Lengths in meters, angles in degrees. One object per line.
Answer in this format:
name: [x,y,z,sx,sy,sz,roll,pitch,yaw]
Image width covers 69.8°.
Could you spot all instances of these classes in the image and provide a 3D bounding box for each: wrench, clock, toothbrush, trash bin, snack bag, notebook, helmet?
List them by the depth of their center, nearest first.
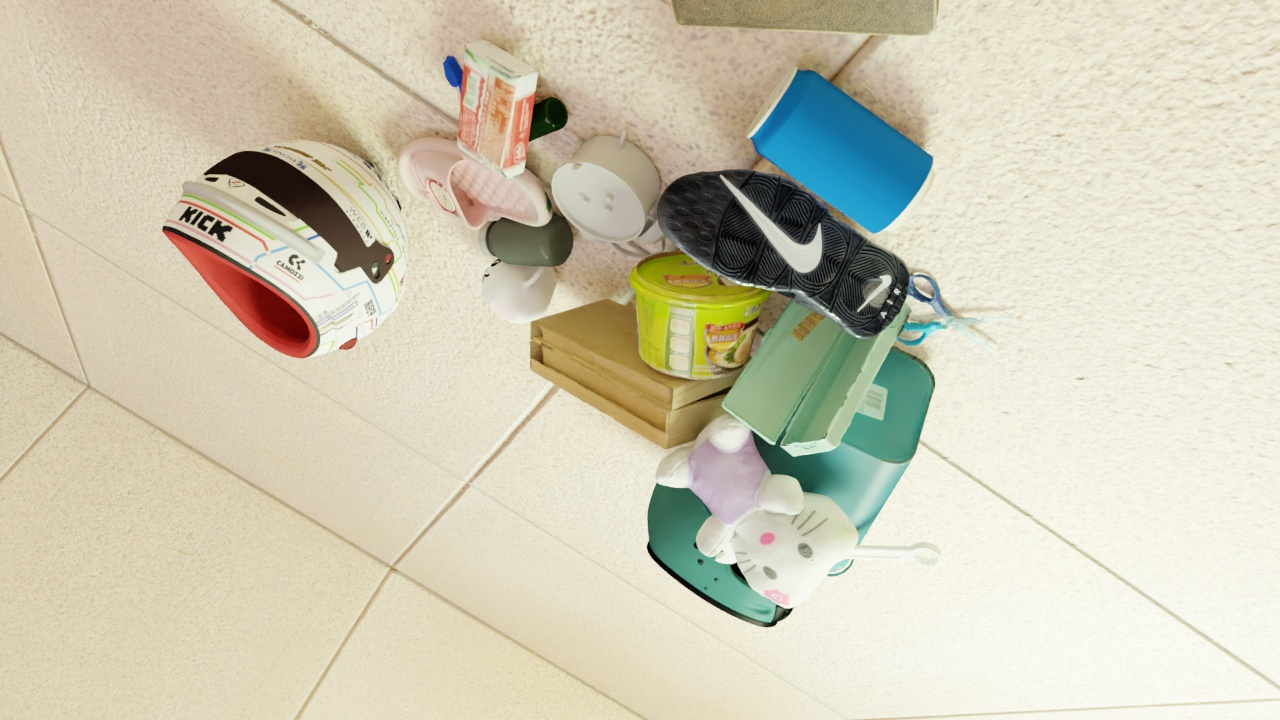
notebook: [0.107,-0.321,0.640,0.216,0.034,0.190,14,145,24]
snack bag: [-0.143,-0.248,0.908,0.077,0.036,0.116,35,136,21]
clock: [-0.026,-0.162,0.957,0.120,0.060,0.159,6,141,33]
toothbrush: [-0.178,-0.247,1.001,0.016,0.011,0.187,14,146,24]
wrench: [0.191,0.210,1.013,0.274,0.009,0.047,-5,127,30]
trash bin: [0.206,0.092,1.032,0.196,0.198,0.219,25,143,6]
helmet: [-0.402,-0.149,1.107,0.231,0.235,0.315,25,157,14]
helmet: [0.146,0.223,1.255,0.275,0.200,0.176,32,-164,20]

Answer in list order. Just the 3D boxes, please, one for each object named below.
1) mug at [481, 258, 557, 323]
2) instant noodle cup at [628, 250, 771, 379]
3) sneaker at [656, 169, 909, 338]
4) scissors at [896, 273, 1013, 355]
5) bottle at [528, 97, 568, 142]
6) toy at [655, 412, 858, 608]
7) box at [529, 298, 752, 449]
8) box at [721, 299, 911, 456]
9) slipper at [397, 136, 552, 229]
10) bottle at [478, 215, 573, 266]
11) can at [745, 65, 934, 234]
mug: [-0.145,-0.095,1.137,0.090,0.076,0.124,39,148,-16]
instant noodle cup: [0.060,-0.047,0.953,0.146,0.145,0.098,14,118,23]
sneaker: [0.115,-0.112,0.852,0.252,0.097,0.151,22,-173,-23]
scissors: [0.301,-0.044,0.910,0.128,0.014,0.127,1,138,40]
bottle: [-0.125,-0.239,0.951,0.123,0.033,0.033,-8,134,46]
toy: [0.119,0.153,0.942,0.138,0.085,0.209,-40,96,22]
box: [-0.006,0.005,1.045,0.249,0.127,0.092,25,115,44]
box: [0.175,-0.003,0.896,0.112,0.186,0.078,36,153,4]
slipper: [-0.193,-0.196,1.038,0.222,0.055,0.107,16,148,31]
bottle: [-0.136,-0.142,1.077,0.109,0.060,0.060,7,143,32]
can: [0.167,-0.174,0.764,0.146,0.078,0.079,33,149,-7]
